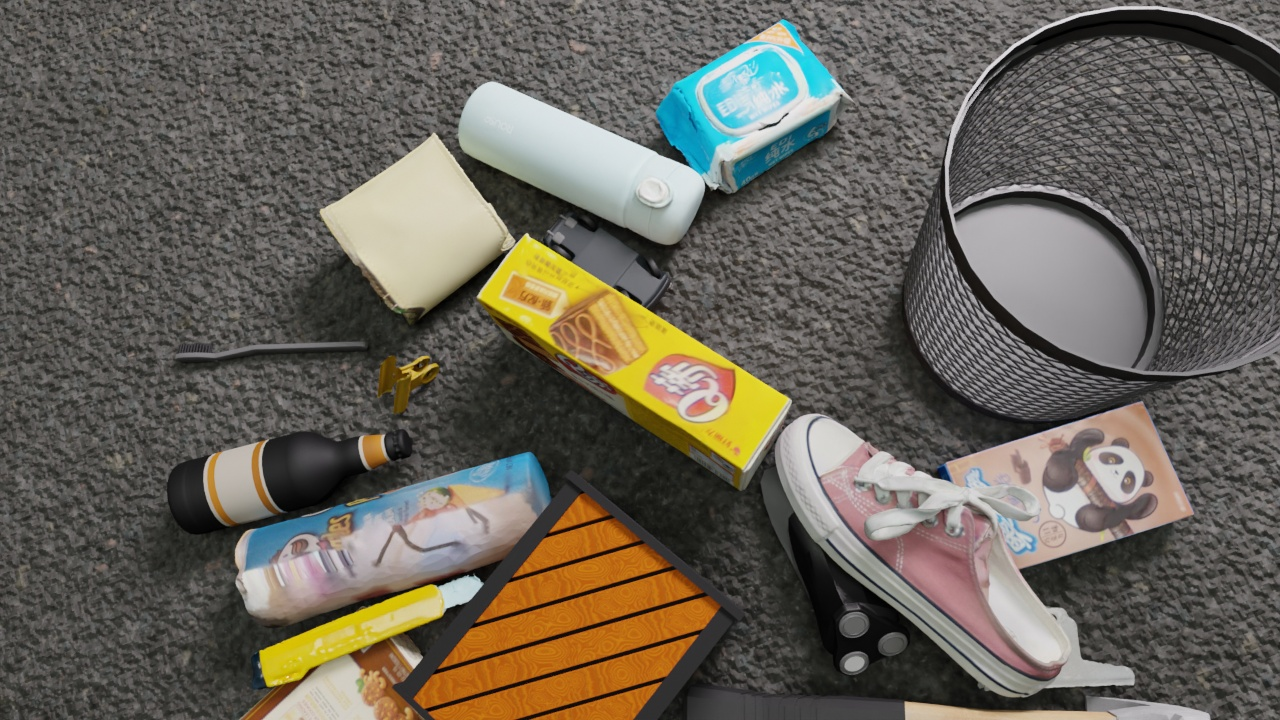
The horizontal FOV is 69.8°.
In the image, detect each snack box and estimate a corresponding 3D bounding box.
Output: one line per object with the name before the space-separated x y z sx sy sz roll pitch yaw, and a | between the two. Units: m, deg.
snack box | -0.207 0.282 0.671 0.147 0.041 0.143 -43 76 -5
snack box | 0.306 0.094 0.667 0.151 0.034 0.087 -18 76 2
snack box | -0.004 0.004 0.683 0.230 0.110 0.061 33 80 13

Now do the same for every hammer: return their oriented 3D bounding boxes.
hammer | 0.193 0.241 0.612 0.329 0.131 0.039 -2 75 15

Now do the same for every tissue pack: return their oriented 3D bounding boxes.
tissue pack | 0.092 -0.206 0.750 0.144 0.062 0.093 -33 76 -2

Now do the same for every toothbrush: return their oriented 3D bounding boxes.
toothbrush | -0.310 -0.009 0.769 0.167 0.013 0.013 -2 68 6

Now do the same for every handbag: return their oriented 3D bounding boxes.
handbag | -0.180 -0.104 0.748 0.119 0.081 0.111 -37 83 -5

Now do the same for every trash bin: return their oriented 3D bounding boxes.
trash bin | 0.289 -0.070 0.609 0.218 0.227 0.217 -1 76 6
trash bin | -0.038 0.193 0.624 0.140 0.140 0.171 38 83 13

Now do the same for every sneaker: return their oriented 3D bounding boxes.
sneaker | 0.194 0.113 0.622 0.118 0.088 0.241 -23 58 -43

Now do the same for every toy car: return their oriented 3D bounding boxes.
toy car | -0.028 -0.079 0.745 0.112 0.034 0.046 36 82 14

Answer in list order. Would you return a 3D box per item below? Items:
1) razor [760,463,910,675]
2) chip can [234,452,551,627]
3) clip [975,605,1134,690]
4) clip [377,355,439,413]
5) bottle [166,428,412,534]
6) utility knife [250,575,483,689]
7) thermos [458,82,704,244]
razor | 0.133 0.144 0.666 0.057 0.060 0.156 -30 55 10
chip can | -0.181 0.134 0.688 0.229 0.080 0.079 -16 75 2
clip | 0.288 0.202 0.640 0.102 0.050 0.058 -4 88 4
clip | -0.185 0.017 0.736 0.049 0.054 0.044 2 54 -18
bottle | -0.269 0.086 0.717 0.182 0.059 0.059 -15 75 2
utility knife | -0.196 0.194 0.662 0.179 0.017 0.030 -22 77 0
thermos | -0.047 -0.160 0.747 0.207 0.078 0.065 27 92 14
